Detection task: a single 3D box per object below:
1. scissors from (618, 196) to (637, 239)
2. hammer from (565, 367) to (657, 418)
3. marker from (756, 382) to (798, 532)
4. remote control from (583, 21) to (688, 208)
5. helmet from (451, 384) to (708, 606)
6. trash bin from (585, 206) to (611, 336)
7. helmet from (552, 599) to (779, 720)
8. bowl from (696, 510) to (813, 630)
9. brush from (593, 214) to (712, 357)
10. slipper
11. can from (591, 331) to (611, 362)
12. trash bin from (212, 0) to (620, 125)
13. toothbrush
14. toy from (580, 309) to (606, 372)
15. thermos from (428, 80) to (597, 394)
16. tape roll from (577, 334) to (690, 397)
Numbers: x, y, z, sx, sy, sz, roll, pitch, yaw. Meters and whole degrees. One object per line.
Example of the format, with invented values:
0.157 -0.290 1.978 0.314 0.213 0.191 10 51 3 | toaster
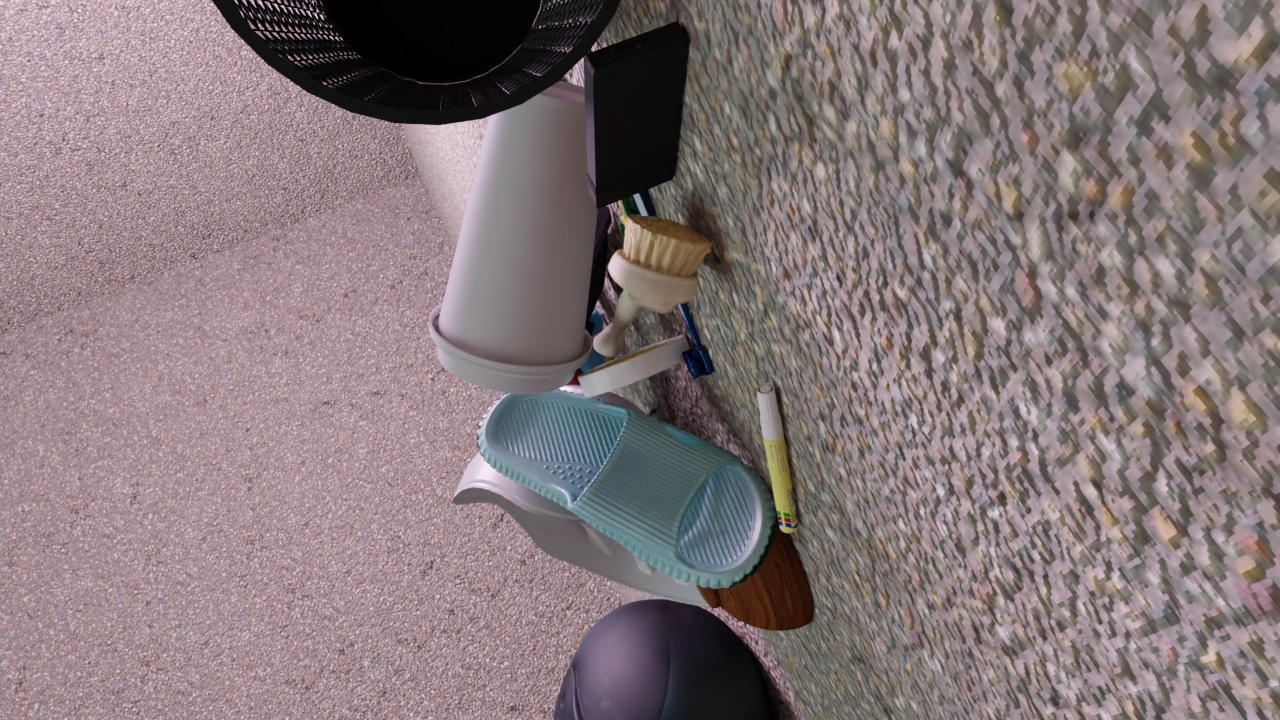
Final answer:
-0.009 -0.121 0.722 0.071 0.014 0.131 53 164 51 | scissors
-0.081 0.003 0.898 0.316 0.126 0.036 57 -152 -48 | hammer
0.094 0.069 0.625 0.014 0.014 0.132 -127 17 -51 | marker
-0.004 -0.139 0.541 0.013 0.058 0.134 62 167 20 | remote control
-0.031 0.148 0.890 0.225 0.183 0.282 -2 130 54 | helmet
-0.080 -0.087 0.870 0.094 0.092 0.161 20 163 3 | trash bin
0.023 0.396 1.069 0.316 0.249 0.236 -141 58 -73 | helmet
0.076 0.166 0.767 0.147 0.068 0.147 66 169 0 | bowl
-0.005 -0.043 0.684 0.062 0.077 0.273 27 165 -3 | brush
-0.020 0.080 0.721 0.276 0.115 0.069 22 150 26 | slipper
-0.080 -0.013 1.132 0.059 0.053 0.100 12 129 55 | can
-0.127 -0.252 0.542 0.243 0.217 0.217 -125 14 -72 | trash bin
0.015 -0.073 0.694 0.190 0.017 0.016 69 164 -12 | toothbrush
-0.099 -0.027 1.027 0.181 0.115 0.182 60 -142 -38 | toy
-0.085 -0.097 0.705 0.131 0.131 0.222 -129 46 -54 | thermos
-0.004 0.004 0.745 0.094 0.094 0.019 177 71 -79 | tape roll
